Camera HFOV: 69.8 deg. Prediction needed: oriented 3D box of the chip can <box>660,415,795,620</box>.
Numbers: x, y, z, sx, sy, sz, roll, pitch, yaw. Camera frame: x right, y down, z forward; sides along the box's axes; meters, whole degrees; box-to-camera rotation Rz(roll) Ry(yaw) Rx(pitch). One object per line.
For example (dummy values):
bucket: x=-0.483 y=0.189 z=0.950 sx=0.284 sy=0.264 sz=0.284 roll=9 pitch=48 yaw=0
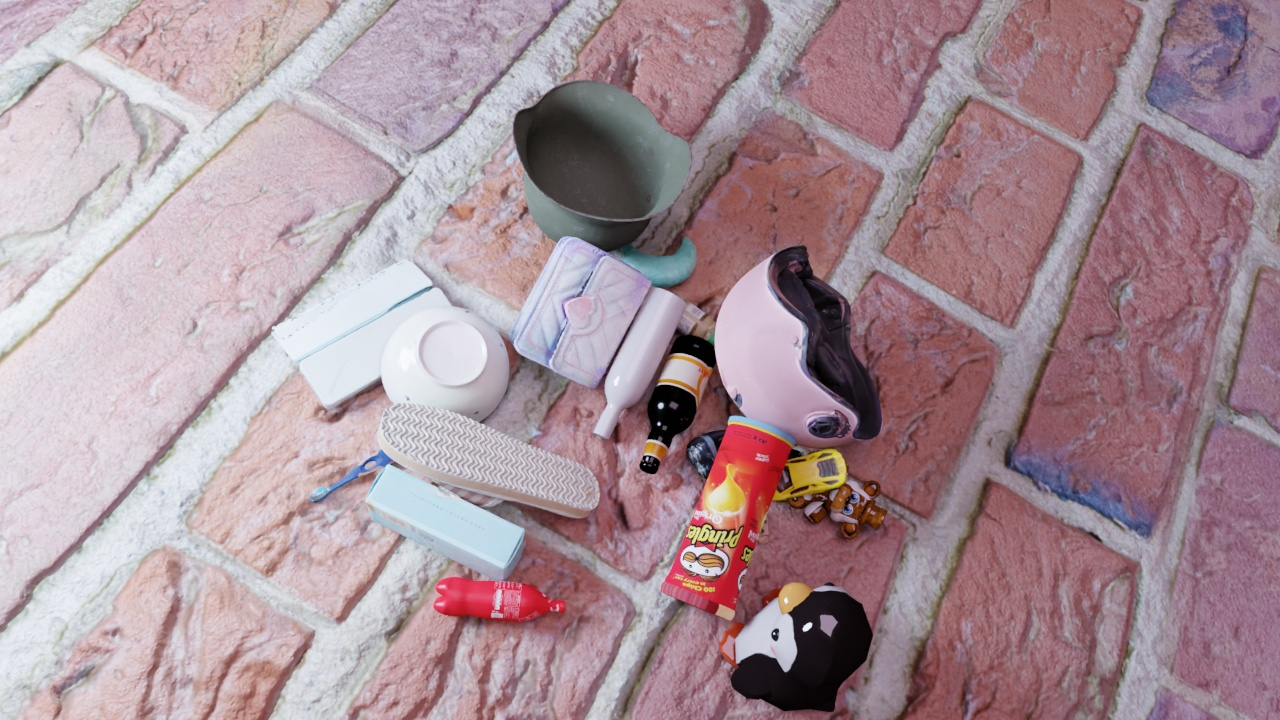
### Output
chip can: x=0.101 y=0.176 z=1.036 sx=0.087 sy=0.087 sz=0.213 roll=22 pitch=78 yaw=2

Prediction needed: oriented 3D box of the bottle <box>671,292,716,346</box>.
bottle: x=0.075 y=-0.043 z=1.195 sx=0.111 sy=0.043 sz=0.043 roll=36 pitch=64 yaw=10

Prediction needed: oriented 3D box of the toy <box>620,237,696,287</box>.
toy: x=0.028 y=-0.132 z=1.237 sx=0.105 sy=0.033 sz=0.085 roll=-4 pitch=54 yaw=-11

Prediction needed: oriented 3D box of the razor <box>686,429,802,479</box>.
razor: x=0.127 y=0.119 z=1.118 sx=0.140 sy=0.053 sz=0.063 roll=9 pitch=76 yaw=-7

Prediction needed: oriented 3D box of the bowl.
bowl: x=-0.226 y=0.001 z=1.088 sx=0.153 sy=0.073 sz=0.153 roll=6 pitch=70 yaw=-17

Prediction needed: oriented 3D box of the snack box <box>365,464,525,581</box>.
snack box: x=-0.215 y=0.182 z=1.015 sx=0.175 sy=0.075 sz=0.053 roll=26 pitch=62 yaw=4

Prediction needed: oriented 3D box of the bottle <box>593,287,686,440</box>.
bottle: x=-0.007 y=0.007 z=1.137 sx=0.052 sy=0.052 sz=0.195 roll=25 pitch=78 yaw=3

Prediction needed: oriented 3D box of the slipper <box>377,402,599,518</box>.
slipper: x=-0.172 y=0.121 z=1.043 sx=0.262 sy=0.052 sz=0.114 roll=21 pitch=30 yaw=-17

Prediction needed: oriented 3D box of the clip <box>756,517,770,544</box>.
clip: x=0.139 y=0.193 z=1.103 sx=0.026 sy=0.049 sz=0.061 roll=-17 pitch=27 yaw=-16

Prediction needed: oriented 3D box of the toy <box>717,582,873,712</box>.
toy: x=0.184 y=0.302 z=0.962 sx=0.158 sy=0.184 sz=0.140 roll=-34 pitch=75 yaw=-23

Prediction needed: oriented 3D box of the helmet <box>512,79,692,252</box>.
helmet: x=-0.064 y=-0.241 z=1.202 sx=0.227 sy=0.154 sz=0.267 roll=7 pitch=58 yaw=-12

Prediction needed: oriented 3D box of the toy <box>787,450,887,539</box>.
toy: x=0.241 y=0.166 z=1.108 sx=0.113 sy=0.067 sz=0.087 roll=28 pitch=86 yaw=18

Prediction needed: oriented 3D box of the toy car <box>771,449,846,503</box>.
toy car: x=0.189 y=0.136 z=1.076 sx=0.107 sy=0.030 sz=0.049 roll=-18 pitch=72 yaw=15

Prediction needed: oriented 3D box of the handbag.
handbag: x=-0.072 y=-0.058 z=1.120 sx=0.126 sy=0.069 sz=0.158 roll=28 pitch=89 yaw=-17

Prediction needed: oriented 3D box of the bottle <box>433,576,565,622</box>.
bottle: x=-0.153 y=0.263 z=1.004 sx=0.141 sy=0.042 sz=0.041 roll=7 pitch=63 yaw=-6

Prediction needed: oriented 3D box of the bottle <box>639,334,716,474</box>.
bottle: x=0.040 y=0.057 z=1.129 sx=0.059 sy=0.059 sz=0.181 roll=22 pitch=63 yaw=2

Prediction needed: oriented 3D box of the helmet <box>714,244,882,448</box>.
helmet: x=0.185 y=0.005 z=1.103 sx=0.255 sy=0.153 sz=0.229 roll=42 pitch=30 yaw=-33

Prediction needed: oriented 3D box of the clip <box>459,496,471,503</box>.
clip: x=-0.208 y=0.141 z=1.069 sx=0.026 sy=0.049 sz=0.061 roll=-23 pitch=28 yaw=-18

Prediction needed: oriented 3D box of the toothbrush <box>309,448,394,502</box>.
toothbrush: x=-0.319 y=0.125 z=1.058 sx=0.134 sy=0.017 sz=0.021 roll=-30 pitch=75 yaw=-21

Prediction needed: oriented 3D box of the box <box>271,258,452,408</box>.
box: x=-0.332 y=-0.040 z=1.125 sx=0.196 sy=0.044 sz=0.136 roll=-32 pitch=73 yaw=-26
